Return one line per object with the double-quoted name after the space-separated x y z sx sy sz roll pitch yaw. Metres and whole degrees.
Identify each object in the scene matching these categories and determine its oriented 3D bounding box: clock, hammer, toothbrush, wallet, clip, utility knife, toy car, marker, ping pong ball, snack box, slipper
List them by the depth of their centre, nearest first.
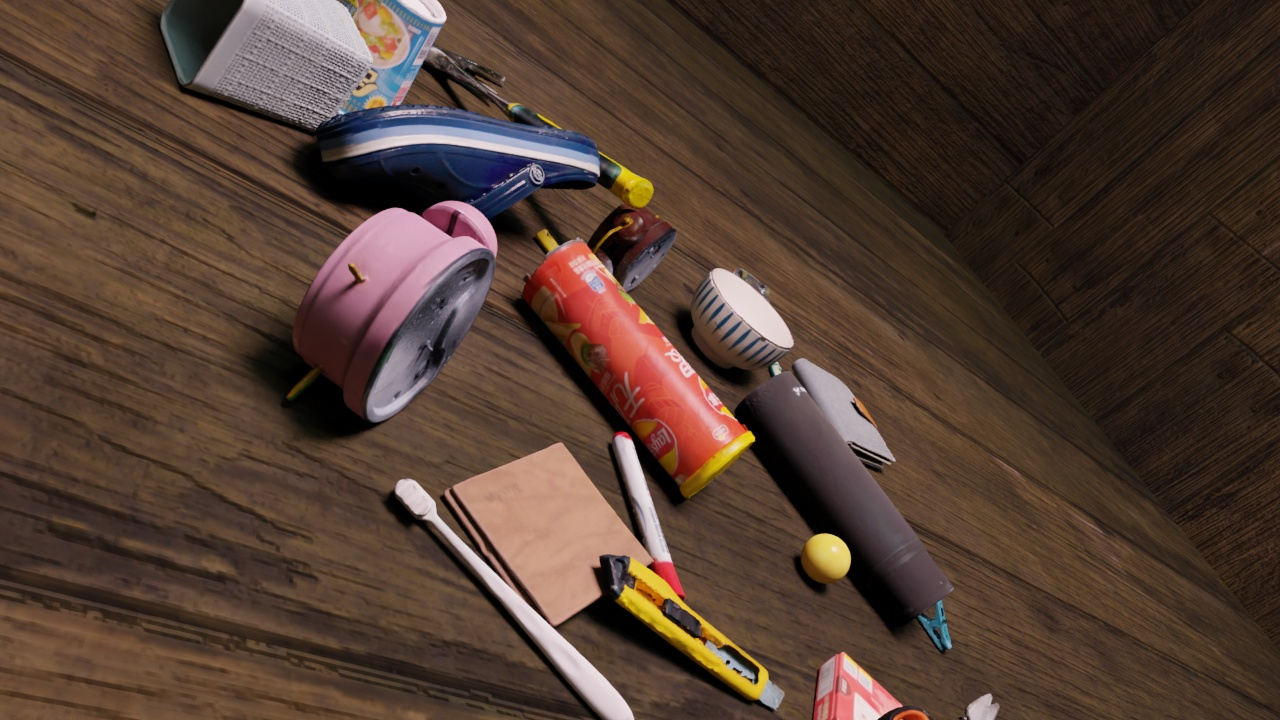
-0.067 0.129 0.487 0.180 0.016 0.016 46 -13 2 "toothbrush"
-0.133 -0.034 0.532 0.060 0.117 0.158 34 25 5 "clock"
-0.053 0.103 0.555 0.101 0.020 0.115 50 27 13 "wallet"
0.038 0.171 0.569 0.176 0.015 0.033 42 37 -25 "utility knife"
0.184 0.279 0.636 0.153 0.026 0.075 43 25 -3 "snack box"
0.003 0.106 0.639 0.017 0.017 0.145 25 30 -37 "marker"
-0.140 -0.148 0.739 0.252 0.105 0.095 -6 96 -44 "slipper"
0.153 0.163 0.756 0.040 0.040 0.040 35 25 -20 "ping pong ball"
-0.033 -0.049 0.832 0.190 0.017 0.015 51 24 14 "toothbrush"
0.270 0.240 0.843 0.013 0.034 0.055 11 57 -50 "clip"
-0.015 -0.110 0.882 0.055 0.082 0.121 44 22 9 "clock"
-0.109 -0.238 0.907 0.323 0.032 0.126 38 17 27 "hammer"
0.156 0.006 1.046 0.016 0.018 0.191 36 25 -21 "toothbrush"
0.238 0.061 1.065 0.106 0.037 0.129 23 32 -39 "wallet"
0.129 -0.059 1.073 0.053 0.045 0.120 32 32 -31 "toy car"

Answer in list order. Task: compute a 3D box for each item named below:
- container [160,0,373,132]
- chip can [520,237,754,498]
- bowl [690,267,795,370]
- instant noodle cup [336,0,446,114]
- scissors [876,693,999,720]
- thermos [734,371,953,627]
-0.268 -0.233 0.670 0.111 0.090 0.090 16 37 -52 "container"
-0.004 0.004 0.726 0.216 0.073 0.073 50 24 14 "chip can"
0.096 -0.033 0.953 0.116 0.066 0.116 36 24 -19 "bowl"
-0.221 -0.266 0.769 0.099 0.110 0.099 36 25 -20 "instant noodle cup"
0.227 0.284 0.645 0.234 0.022 0.139 27 37 -41 "scissors"
0.186 0.126 0.849 0.242 0.068 0.090 55 10 18 "thermos"
